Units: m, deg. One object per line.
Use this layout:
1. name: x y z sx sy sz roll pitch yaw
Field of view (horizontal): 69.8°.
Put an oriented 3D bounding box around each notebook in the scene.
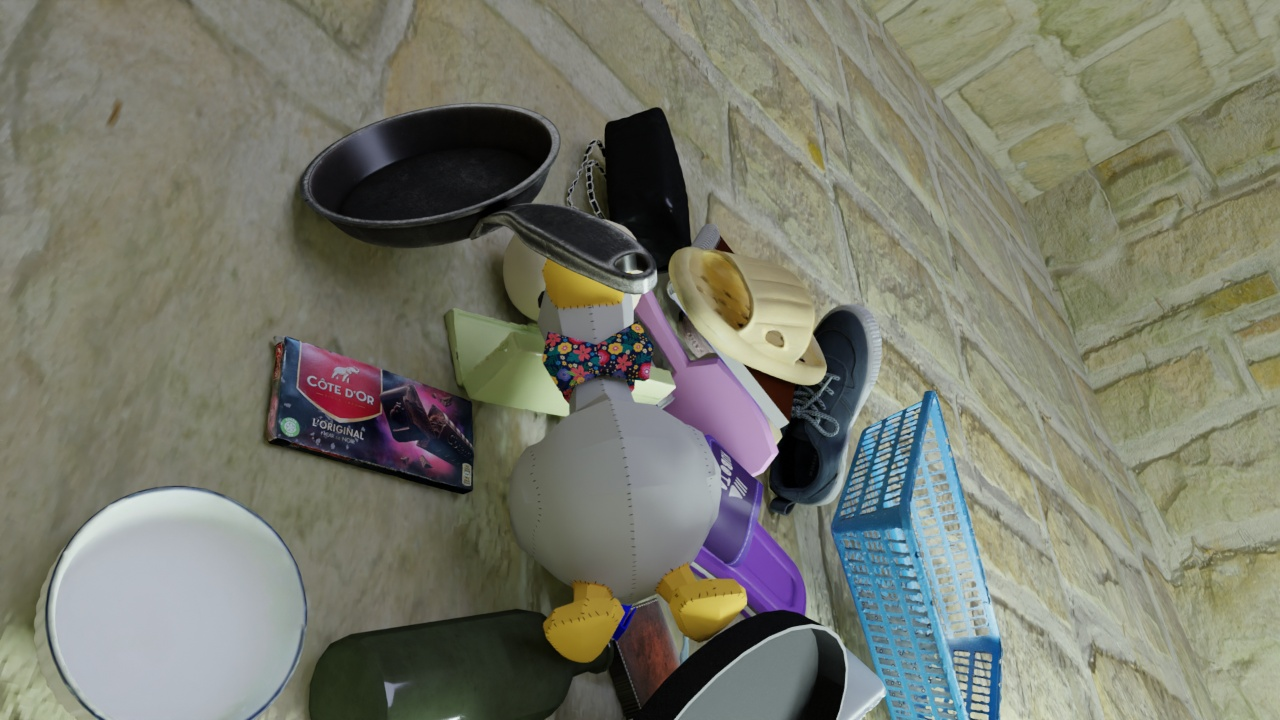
1. notebook: 0.102 -0.044 0.927 0.171 0.022 0.208 51 24 -10

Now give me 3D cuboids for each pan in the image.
1. pan: -0.100 -0.105 0.611 0.187 0.357 0.055 -29 133 -25
2. pan: 0.088 0.289 0.646 0.034 0.225 0.356 30 -3 42

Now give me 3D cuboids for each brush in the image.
1. brush: 0.052 0.012 0.890 0.228 0.089 0.043 58 28 -4

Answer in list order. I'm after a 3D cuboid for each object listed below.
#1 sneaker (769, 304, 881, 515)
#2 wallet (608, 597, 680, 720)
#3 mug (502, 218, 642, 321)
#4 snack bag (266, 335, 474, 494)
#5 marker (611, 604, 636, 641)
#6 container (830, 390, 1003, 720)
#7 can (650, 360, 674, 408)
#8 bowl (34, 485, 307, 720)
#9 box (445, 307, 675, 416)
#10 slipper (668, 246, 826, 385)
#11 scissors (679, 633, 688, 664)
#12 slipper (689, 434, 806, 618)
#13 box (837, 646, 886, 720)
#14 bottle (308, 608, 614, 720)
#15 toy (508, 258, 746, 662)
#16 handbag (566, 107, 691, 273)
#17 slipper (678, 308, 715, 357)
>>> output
1. sneaker: 0.188 0.050 0.985 0.087 0.089 0.235 10 93 -51
2. wallet: 0.012 0.251 0.708 0.072 0.019 0.123 -2 67 -55
3. mug: -0.061 -0.067 0.784 0.099 0.096 0.120 4 55 -41
4. snack bag: -0.175 0.041 0.617 0.155 0.018 0.074 24 48 -42
5. marker: -0.007 0.170 0.722 0.027 0.023 0.132 36 24 2
6. container: 0.299 0.245 0.975 0.256 0.089 0.362 -48 123 -57
7. can: -0.005 0.005 0.867 0.095 0.032 0.032 58 32 -4
8. bowl: -0.227 0.125 0.434 0.118 0.062 0.117 35 40 -36
9. box: -0.059 0.001 0.753 0.187 0.084 0.091 12 61 -50
10. slipper: 0.121 -0.048 0.847 0.261 0.079 0.111 25 36 -52
11. scissors: 0.028 0.285 0.667 0.171 0.025 0.160 -28 94 -35
12. slipper: 0.086 0.144 0.836 0.266 0.084 0.107 46 35 -22
13. box: 0.152 0.292 0.817 0.215 0.083 0.122 -8 75 -56
14. bottle: -0.093 0.191 0.560 0.206 0.072 0.071 9 58 -51
15. toy: -0.022 0.066 0.623 0.141 0.247 0.267 -7 51 -9
16. handbag: -0.006 -0.170 0.981 0.125 0.115 0.153 58 19 -52
17. slipper: 0.142 -0.002 1.051 0.239 0.065 0.094 32 42 -36
